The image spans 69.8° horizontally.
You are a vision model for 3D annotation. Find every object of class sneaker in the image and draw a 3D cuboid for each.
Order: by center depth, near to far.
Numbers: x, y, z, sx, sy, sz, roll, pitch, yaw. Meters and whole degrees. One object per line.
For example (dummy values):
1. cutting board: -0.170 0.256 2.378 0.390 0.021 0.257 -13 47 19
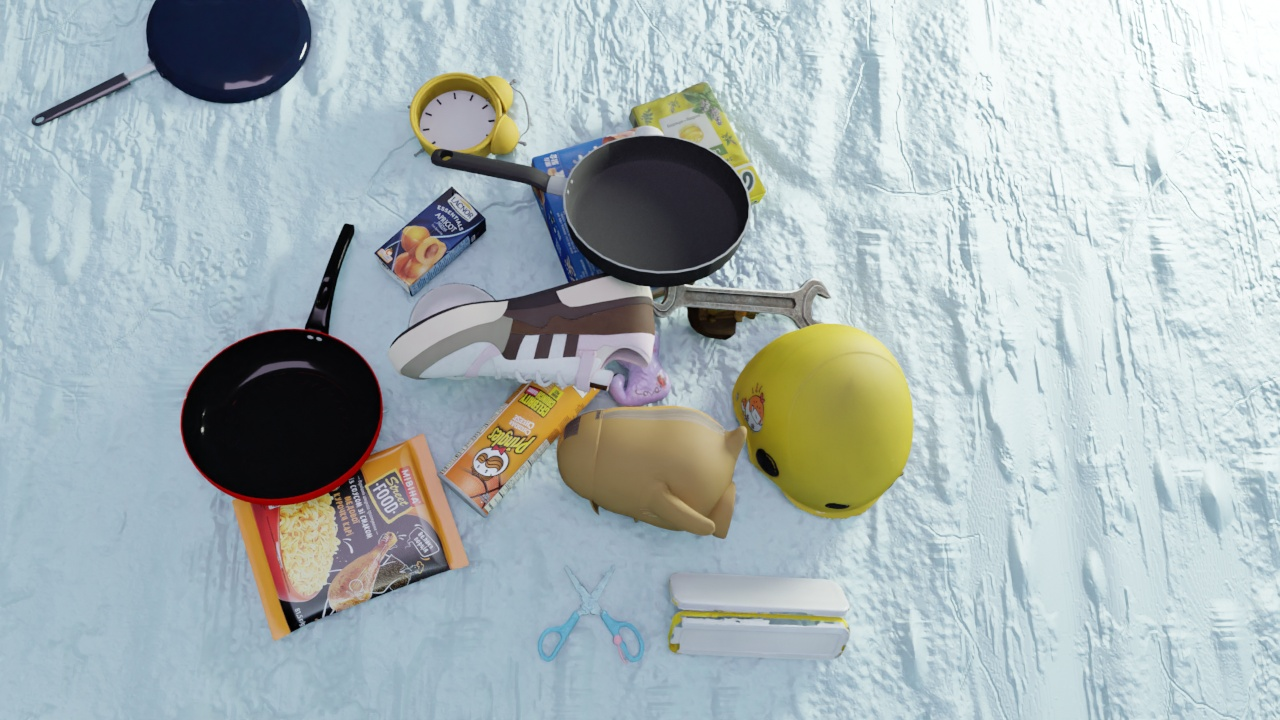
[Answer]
1. sneaker: -0.119 -0.005 1.001 0.293 0.112 0.116 -14 78 -15

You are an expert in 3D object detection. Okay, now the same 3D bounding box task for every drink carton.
1. drink carton: -0.253 -0.146 1.121 0.064 0.040 0.130 44 74 4

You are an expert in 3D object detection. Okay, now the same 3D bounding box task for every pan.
1. pan: -0.057 -0.181 1.014 0.356 0.044 0.203 12 56 4
2. pan: -0.383 -0.001 1.053 0.209 0.067 0.355 11 60 -4
3. pan: -0.587 -0.379 1.146 0.356 0.021 0.198 -32 82 -14

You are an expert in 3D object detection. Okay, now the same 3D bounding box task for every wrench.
1. wrench: 0.126 -0.073 1.117 0.272 0.010 0.070 2 86 -30

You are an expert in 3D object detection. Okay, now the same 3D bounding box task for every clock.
1. clock: -0.217 -0.306 1.163 0.152 0.052 0.113 -9 77 -5

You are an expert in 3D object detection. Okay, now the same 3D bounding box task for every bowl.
1. bowl: -0.215 -0.029 1.084 0.113 0.063 0.113 2 76 -8

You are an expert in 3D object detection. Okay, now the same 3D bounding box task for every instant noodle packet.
1. instant noodle packet: -0.324 0.193 1.028 0.220 0.032 0.159 -19 79 -12

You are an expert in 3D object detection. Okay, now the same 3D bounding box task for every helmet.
1. helmet: 0.233 0.064 1.082 0.209 0.140 0.240 -21 80 -13

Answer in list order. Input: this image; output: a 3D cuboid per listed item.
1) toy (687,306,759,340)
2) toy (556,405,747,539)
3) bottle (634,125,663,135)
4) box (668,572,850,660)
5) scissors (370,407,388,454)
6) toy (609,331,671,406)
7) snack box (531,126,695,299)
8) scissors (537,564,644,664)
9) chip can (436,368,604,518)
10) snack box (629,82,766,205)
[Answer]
1. toy: 0.108 -0.060 1.143 0.100 0.063 0.076 -10 55 -28
2. toy: 0.004 0.123 1.040 0.203 0.198 0.163 10 119 -2
3. bottle: -0.005 -0.195 1.091 0.083 0.046 0.173 13 74 -6
4. box: 0.134 0.303 1.062 0.209 0.079 0.080 4 109 -7
5. scissors: -0.374 0.086 1.058 0.170 0.028 0.138 -22 78 -17
6. toy: -0.007 0.007 1.118 0.080 0.036 0.099 -17 80 -13
7. snack box: -0.032 -0.171 1.142 0.155 0.069 0.202 -19 80 -12
8. scissors: -0.062 0.301 1.049 0.135 0.015 0.135 -34 77 -16
9. chip can: -0.134 0.076 1.062 0.075 0.075 0.214 41 74 4
10. snack box: 0.071 -0.270 1.195 0.121 0.045 0.181 -22 80 -13
